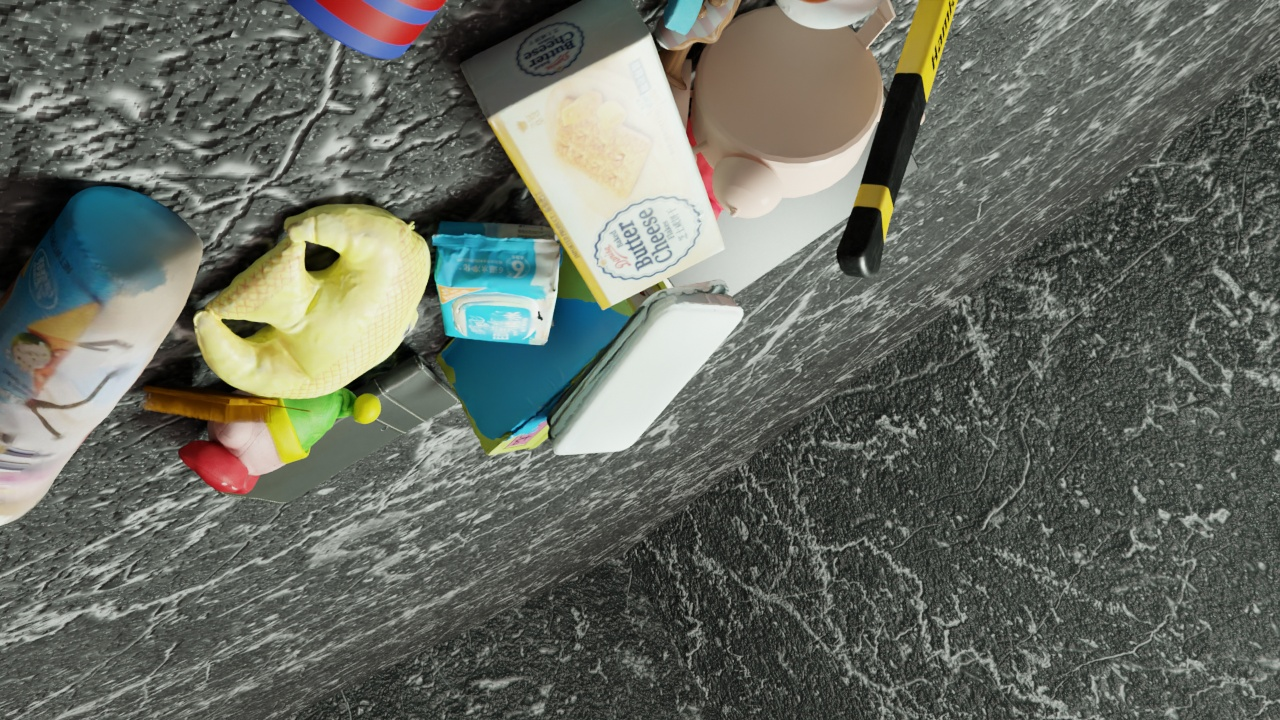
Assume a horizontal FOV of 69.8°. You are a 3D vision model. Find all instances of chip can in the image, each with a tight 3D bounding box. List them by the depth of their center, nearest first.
[{"bbox_3d":[-0.327,0.006,0.505,0.230,0.080,0.079,-39,163,24],"label":"chip can"}]

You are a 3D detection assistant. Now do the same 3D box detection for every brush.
[{"bbox_3d":[-0.284,0.033,0.639,0.126,0.017,0.048,6,179,23],"label":"brush"}]

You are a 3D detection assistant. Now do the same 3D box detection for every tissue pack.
[{"bbox_3d":[-0.109,-0.056,0.711,0.093,0.061,0.145,2,162,-7],"label":"tissue pack"}]

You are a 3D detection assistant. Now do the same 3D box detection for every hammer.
[{"bbox_3d":[0.176,-0.196,0.573,0.170,0.034,0.323,49,57,-56],"label":"hammer"}]

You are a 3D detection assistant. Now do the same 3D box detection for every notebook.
[{"bbox_3d":[0.100,-0.157,0.764,0.231,0.019,0.169,-34,125,8],"label":"notebook"},{"bbox_3d":[-0.280,0.071,0.878,0.209,0.029,0.169,-29,170,-6],"label":"notebook"}]

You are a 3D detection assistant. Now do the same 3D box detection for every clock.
[{"bbox_3d":[0.100,-0.186,0.643,0.160,0.131,0.086,-31,165,-3],"label":"clock"}]

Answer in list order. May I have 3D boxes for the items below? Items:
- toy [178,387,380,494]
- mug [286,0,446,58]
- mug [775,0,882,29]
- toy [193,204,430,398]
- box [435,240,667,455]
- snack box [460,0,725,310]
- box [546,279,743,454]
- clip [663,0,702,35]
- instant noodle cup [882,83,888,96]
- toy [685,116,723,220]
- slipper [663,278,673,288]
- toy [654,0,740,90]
[{"bbox_3d":[-0.284,0.056,0.736,0.131,0.097,0.124,-48,176,-16],"label":"toy"},{"bbox_3d":[-0.118,-0.183,0.360,0.076,0.075,0.111,-40,137,26],"label":"mug"},{"bbox_3d":[0.110,-0.256,0.538,0.082,0.082,0.105,-34,165,8],"label":"mug"},{"bbox_3d":[-0.212,-0.037,0.634,0.171,0.064,0.154,-42,151,10],"label":"toy"},{"bbox_3d":[-0.080,-0.020,0.832,0.222,0.124,0.079,-44,159,31],"label":"box"},{"bbox_3d":[-0.022,-0.126,0.598,0.104,0.057,0.208,-26,146,3],"label":"snack box"},{"bbox_3d":[0.001,0.012,0.771,0.118,0.063,0.214,-9,153,-44],"label":"box"},{"bbox_3d":[-0.003,-0.226,0.473,0.119,0.120,0.033,-2,-176,37],"label":"clip"},{"bbox_3d":[0.155,-0.197,0.816,0.112,0.100,0.100,-17,161,-14],"label":"instant noodle cup"},{"bbox_3d":[0.068,-0.153,0.709,0.135,0.091,0.045,-43,-161,2],"label":"toy"},{"bbox_3d":[0.087,-0.130,0.956,0.272,0.054,0.114,-31,160,-9],"label":"slipper"},{"bbox_3d":[0.039,-0.223,0.584,0.102,0.041,0.054,-49,-179,26],"label":"toy"}]
